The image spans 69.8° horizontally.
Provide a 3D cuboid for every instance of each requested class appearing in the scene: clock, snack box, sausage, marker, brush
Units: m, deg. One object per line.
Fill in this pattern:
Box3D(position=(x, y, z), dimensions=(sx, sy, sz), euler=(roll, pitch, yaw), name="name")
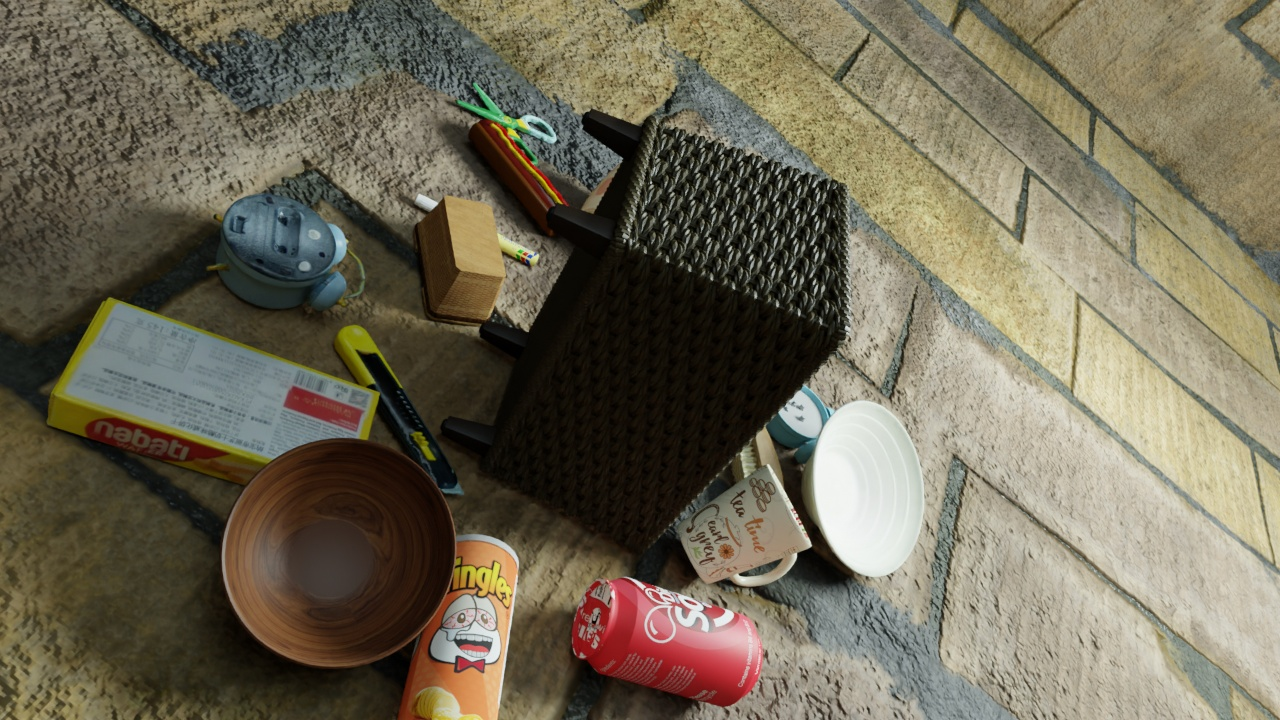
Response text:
Box3D(position=(-0.287, -0.085, 0.756), dimensions=(0.124, 0.052, 0.088), euler=(13, 48, -31), name="clock")
Box3D(position=(-0.297, 0.034, 0.658), dimensions=(0.200, 0.042, 0.092), euler=(23, 45, -23), name="snack box")
Box3D(position=(-0.127, -0.198, 0.983), dimensions=(0.155, 0.040, 0.040), euler=(51, 42, 8), name="sausage")
Box3D(position=(-0.163, -0.130, 0.918), dimensions=(0.132, 0.014, 0.014), euler=(27, 44, -18), name="marker")
Box3D(position=(0.115, 0.123, 0.903), dimensions=(0.039, 0.049, 0.117), euler=(1, 54, -10), name="brush")
Box3D(position=(0.183, 0.072, 1.002), dimensions=(0.123, 0.042, 0.087), euler=(40, 42, -1), name="clock")

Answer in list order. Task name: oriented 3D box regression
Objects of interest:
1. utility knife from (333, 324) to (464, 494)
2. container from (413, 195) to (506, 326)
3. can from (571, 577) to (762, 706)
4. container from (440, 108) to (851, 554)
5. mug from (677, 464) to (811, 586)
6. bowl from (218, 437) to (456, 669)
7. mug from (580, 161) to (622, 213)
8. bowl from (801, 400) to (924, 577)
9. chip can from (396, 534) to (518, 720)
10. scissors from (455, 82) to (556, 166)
Box3D(position=(-0.196, 0.042, 0.748), dimensions=(0.028, 0.020, 0.171), euler=(-26, 76, -45), name="utility knife")
Box3D(position=(-0.166, -0.097, 0.852), dimensions=(0.063, 0.061, 0.113), euler=(7, 53, -34), name="container")
Box3D(position=(0.023, 0.223, 0.727), dimensions=(0.142, 0.075, 0.074), euler=(23, 45, -22), name="can")
Box3D(position=(-0.010, -0.021, 0.730), dimensions=(0.205, 0.322, 0.176), euler=(24, 45, -12), name="container")
Box3D(position=(0.097, 0.163, 0.823), dimensions=(0.122, 0.097, 0.081), euler=(56, 8, -38), name="mug")
Box3D(position=(-0.205, 0.131, 0.620), dimensions=(0.147, 0.069, 0.147), euler=(8, 70, -24), name="bowl")
Box3D(position=(-0.008, -0.158, 0.997), dimensions=(0.112, 0.085, 0.104), euler=(12, 39, 26), name="mug")
Box3D(position=(0.215, 0.132, 0.943), dimensions=(0.176, 0.058, 0.176), euler=(8, 76, -37), name="bowl")
Box3D(position=(-0.123, 0.215, 0.603), dimensions=(0.062, 0.062, 0.209), euler=(26, 34, -19), name="chip can")
Box3D(position=(-0.148, -0.273, 1.049), dimensions=(0.128, 0.012, 0.119), euler=(53, 41, 8), name="scissors")
